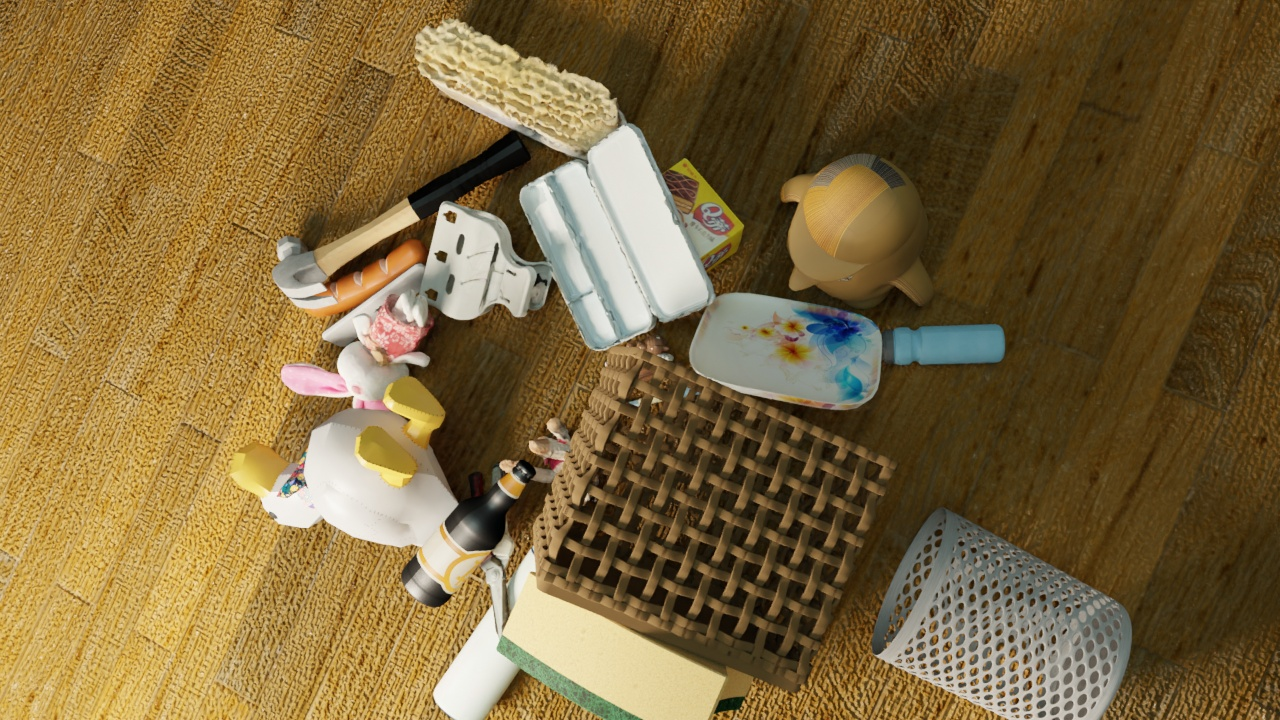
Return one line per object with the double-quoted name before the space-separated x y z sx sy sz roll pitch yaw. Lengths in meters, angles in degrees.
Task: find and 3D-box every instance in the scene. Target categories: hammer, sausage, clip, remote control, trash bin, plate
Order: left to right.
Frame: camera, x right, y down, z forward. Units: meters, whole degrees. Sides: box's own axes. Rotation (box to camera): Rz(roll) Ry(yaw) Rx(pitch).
"sausage" -0.324 -0.094 1.087 0.164 0.039 0.044 -24 114 7
"remote control" -0.306 -0.065 1.078 0.147 0.045 0.008 -35 70 5
"hammer" -0.277 -0.169 1.069 0.328 0.039 0.131 -31 45 0
"clip" -0.175 -0.101 1.040 0.144 0.074 0.125 20 111 8
"plate" 0.149 -0.010 0.937 0.187 0.186 0.016 11 124 10
"trash bin" 0.339 0.251 0.869 0.183 0.156 0.156 26 89 10

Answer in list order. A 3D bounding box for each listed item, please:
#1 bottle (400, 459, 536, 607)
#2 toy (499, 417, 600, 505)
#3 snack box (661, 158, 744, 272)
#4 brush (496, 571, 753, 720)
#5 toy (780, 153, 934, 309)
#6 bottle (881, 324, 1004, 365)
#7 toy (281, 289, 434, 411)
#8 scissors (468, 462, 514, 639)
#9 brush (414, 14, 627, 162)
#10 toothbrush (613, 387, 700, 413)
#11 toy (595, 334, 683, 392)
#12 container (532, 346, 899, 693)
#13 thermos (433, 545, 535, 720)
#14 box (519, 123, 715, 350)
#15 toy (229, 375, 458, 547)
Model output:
"bottle" -0.176 0.178 0.973 0.059 0.059 0.182 43 98 12
"toy" -0.090 0.123 1.011 0.106 0.074 0.085 46 126 -8
"snack box" 0.048 -0.149 1.004 0.083 0.061 0.105 -36 78 -11
"brush" 0.002 0.273 0.877 0.195 0.250 0.075 23 88 19
"toy" 0.210 -0.128 0.908 0.198 0.203 0.162 42 92 12
"bottle" 0.309 -0.016 0.960 0.130 0.040 0.040 -2 83 10
"toy" -0.299 0.001 1.046 0.159 0.084 0.194 39 108 -8
"scissors" -0.165 0.205 1.003 0.146 0.015 0.187 11 71 31
"brush" -0.140 -0.315 1.069 0.271 0.056 0.083 29 88 12
"toothbrush" 0.040 0.035 1.017 0.155 0.016 0.022 -13 44 9
"toy" -0.006 0.006 1.018 0.102 0.041 0.055 -20 102 0
"container" 0.054 0.135 0.867 0.251 0.219 0.214 24 88 -7
"thermos" -0.135 0.284 0.997 0.068 0.068 0.230 34 90 12
"box" -0.025 -0.128 0.987 0.193 0.061 0.210 -24 94 33
"toy" -0.308 0.132 1.006 0.246 0.140 0.268 36 132 -16
